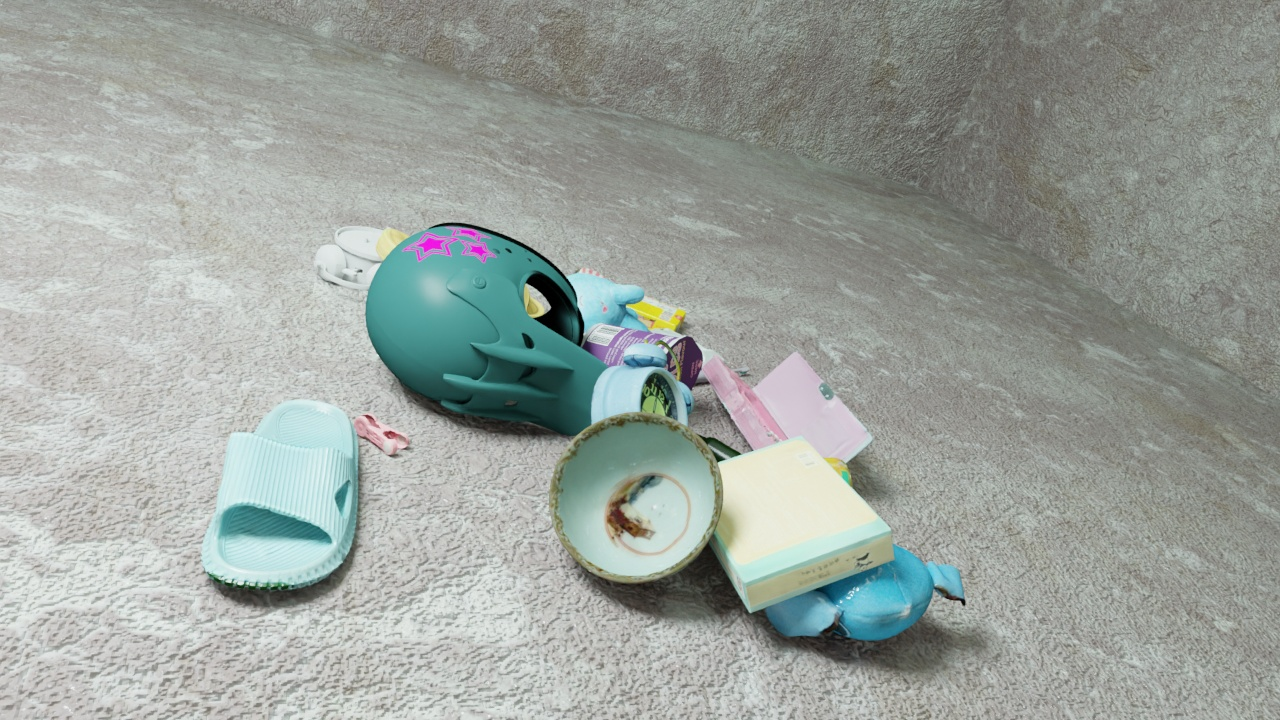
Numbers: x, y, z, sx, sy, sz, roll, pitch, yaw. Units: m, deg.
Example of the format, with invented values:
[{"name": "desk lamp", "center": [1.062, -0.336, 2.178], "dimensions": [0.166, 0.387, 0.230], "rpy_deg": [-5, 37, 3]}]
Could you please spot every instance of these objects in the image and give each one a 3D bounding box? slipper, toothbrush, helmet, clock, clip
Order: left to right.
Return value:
[{"name": "slipper", "center": [-0.298, 0.095, 0.797], "dimensions": [0.116, 0.070, 0.276], "rpy_deg": [15, 23, -18]}, {"name": "clock", "center": [-0.368, -0.134, 1.237], "dimensions": [0.120, 0.061, 0.159], "rpy_deg": [18, 23, -2]}, {"name": "clip", "center": [-0.262, 0.077, 0.920], "dimensions": [0.060, 0.023, 0.045], "rpy_deg": [21, 22, -9]}, {"name": "slipper", "center": [-0.225, -0.122, 1.238], "dimensions": [0.263, 0.078, 0.099], "rpy_deg": [23, 22, -37]}, {"name": "helmet", "center": [-0.170, -0.029, 1.026], "dimensions": [0.274, 0.177, 0.199], "rpy_deg": [21, 36, -17]}, {"name": "clock", "center": [0.006, 0.048, 0.989], "dimensions": [0.060, 0.118, 0.161], "rpy_deg": [-9, 44, 32]}, {"name": "toothbrush", "center": [0.095, 0.021, 1.305], "dimensions": [0.187, 0.019, 0.018], "rpy_deg": [-7, 50, -44]}]

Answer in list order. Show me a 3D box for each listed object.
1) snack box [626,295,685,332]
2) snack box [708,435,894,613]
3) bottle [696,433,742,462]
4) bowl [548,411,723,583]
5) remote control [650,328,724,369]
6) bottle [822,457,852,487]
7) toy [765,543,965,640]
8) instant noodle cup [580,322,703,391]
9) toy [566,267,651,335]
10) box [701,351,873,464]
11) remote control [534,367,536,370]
[{"name": "snack box", "center": [-0.008, -0.082, 1.440], "dimensions": [0.152, 0.025, 0.075], "rpy_deg": [22, 24, 6]}, {"name": "snack box", "center": [0.133, 0.148, 0.886], "dimensions": [0.141, 0.044, 0.193], "rpy_deg": [-18, 26, -9]}, {"name": "bottle", "center": [0.087, 0.109, 1.093], "dimensions": [0.123, 0.033, 0.033], "rpy_deg": [30, 26, 24]}, {"name": "bowl", "center": [0.002, 0.138, 0.866], "dimensions": [0.160, 0.159, 0.094], "rpy_deg": [29, -15, 21]}, {"name": "remote control", "center": [0.065, -0.020, 1.338], "dimensions": [0.050, 0.022, 0.133], "rpy_deg": [-3, 22, -40]}, {"name": "bottle", "center": [0.127, 0.137, 1.017], "dimensions": [0.209, 0.068, 0.068], "rpy_deg": [4, 27, -15]}, {"name": "toy", "center": [0.212, 0.200, 0.910], "dimensions": [0.223, 0.099, 0.191], "rpy_deg": [-4, 27, -21]}, {"name": "instant noodle cup", "center": [-0.007, 0.007, 1.155], "dimensions": [0.122, 0.122, 0.136], "rpy_deg": [20, 31, 26]}, {"name": "toy", "center": [-0.040, -0.062, 1.288], "dimensions": [0.180, 0.115, 0.183], "rpy_deg": [28, 33, -9]}, {"name": "box", "center": [0.180, 0.052, 1.163], "dimensions": [0.106, 0.116, 0.232], "rpy_deg": [38, 12, -30]}, {"name": "remote control", "center": [-0.175, -0.023, 1.204], "dimensions": [0.133, 0.013, 0.058], "rpy_deg": [27, 25, 17]}]
